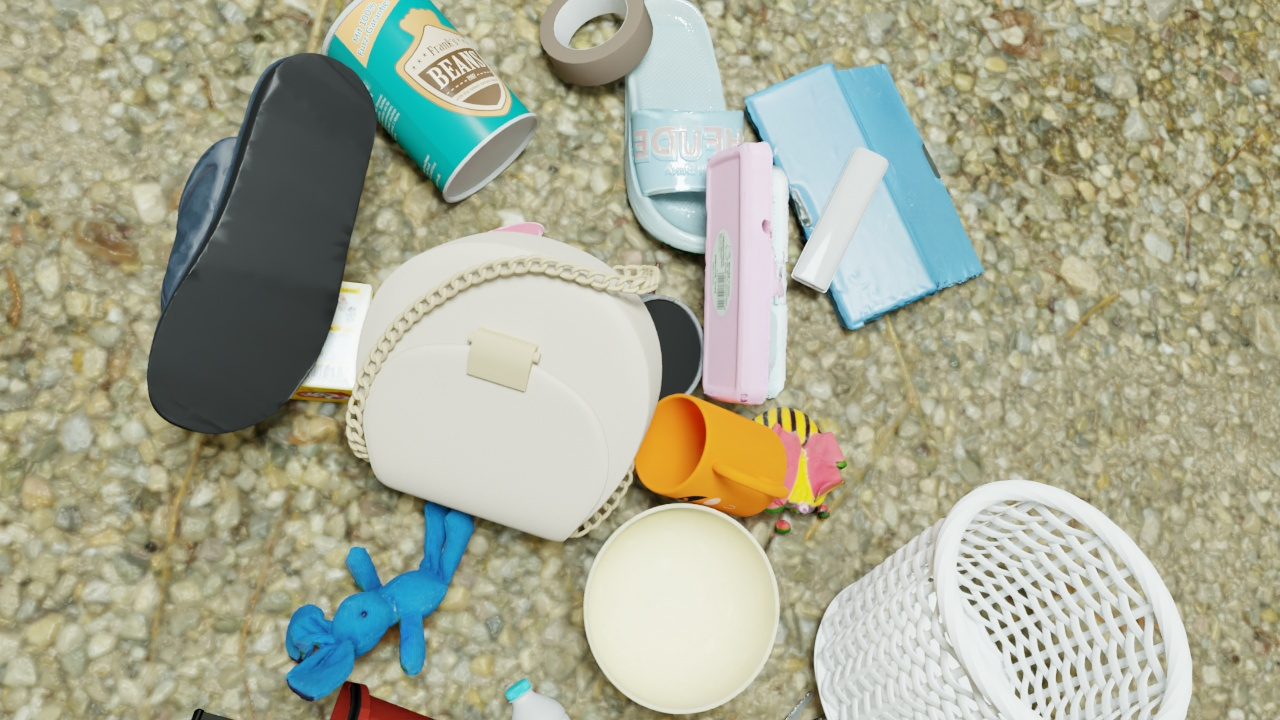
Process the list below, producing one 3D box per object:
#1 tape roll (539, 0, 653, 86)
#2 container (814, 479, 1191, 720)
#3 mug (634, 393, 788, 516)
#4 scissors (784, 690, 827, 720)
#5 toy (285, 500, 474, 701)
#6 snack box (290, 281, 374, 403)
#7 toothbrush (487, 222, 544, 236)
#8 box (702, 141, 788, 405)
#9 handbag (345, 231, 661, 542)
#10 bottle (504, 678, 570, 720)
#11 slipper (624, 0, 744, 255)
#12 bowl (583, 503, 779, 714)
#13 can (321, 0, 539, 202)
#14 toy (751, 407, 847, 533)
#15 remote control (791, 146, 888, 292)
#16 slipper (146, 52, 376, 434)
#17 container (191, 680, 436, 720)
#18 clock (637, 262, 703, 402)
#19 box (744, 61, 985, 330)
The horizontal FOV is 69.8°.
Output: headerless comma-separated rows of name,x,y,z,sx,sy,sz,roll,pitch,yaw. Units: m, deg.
tape roll,-0.038,-0.283,0.787,0.094,0.030,0.093,-7,65,16
container,0.252,0.212,0.671,0.189,0.187,0.189,10,54,-15
mug,0.066,0.080,0.705,0.096,0.113,0.077,23,90,-41
scissors,0.090,0.337,0.729,0.153,0.014,0.130,-6,80,-11
toy,-0.192,0.174,0.668,0.175,0.113,0.071,-44,128,-37
snack box,-0.258,-0.015,0.691,0.105,0.061,0.083,5,77,-12
toothbrush,-0.141,-0.089,0.757,0.134,0.016,0.021,-22,85,-16
box,0.101,-0.066,0.742,0.101,0.111,0.201,0,92,-24
handbag,-0.093,0.013,0.668,0.211,0.103,0.209,17,107,5
bottle,-0.059,0.302,0.685,0.044,0.044,0.136,-31,87,-17
slipper,0.037,-0.208,0.792,0.104,0.074,0.245,-5,79,-13
bowl,0.024,0.188,0.710,0.150,0.075,0.150,2,79,-13
can,-0.166,-0.214,0.732,0.099,0.099,0.144,-42,91,-17
toy,0.129,0.088,0.773,0.084,0.046,0.103,-18,79,-2
remote control,0.174,-0.123,0.796,0.033,0.012,0.131,27,86,4
slipper,-0.268,-0.081,0.637,0.108,0.084,0.265,21,84,-47
container,-0.212,0.293,0.616,0.200,0.127,0.148,21,75,-15
clock,-0.004,0.004,0.739,0.104,0.056,0.147,41,69,-27
box,0.212,-0.161,0.834,0.175,0.060,0.231,-23,84,-17
